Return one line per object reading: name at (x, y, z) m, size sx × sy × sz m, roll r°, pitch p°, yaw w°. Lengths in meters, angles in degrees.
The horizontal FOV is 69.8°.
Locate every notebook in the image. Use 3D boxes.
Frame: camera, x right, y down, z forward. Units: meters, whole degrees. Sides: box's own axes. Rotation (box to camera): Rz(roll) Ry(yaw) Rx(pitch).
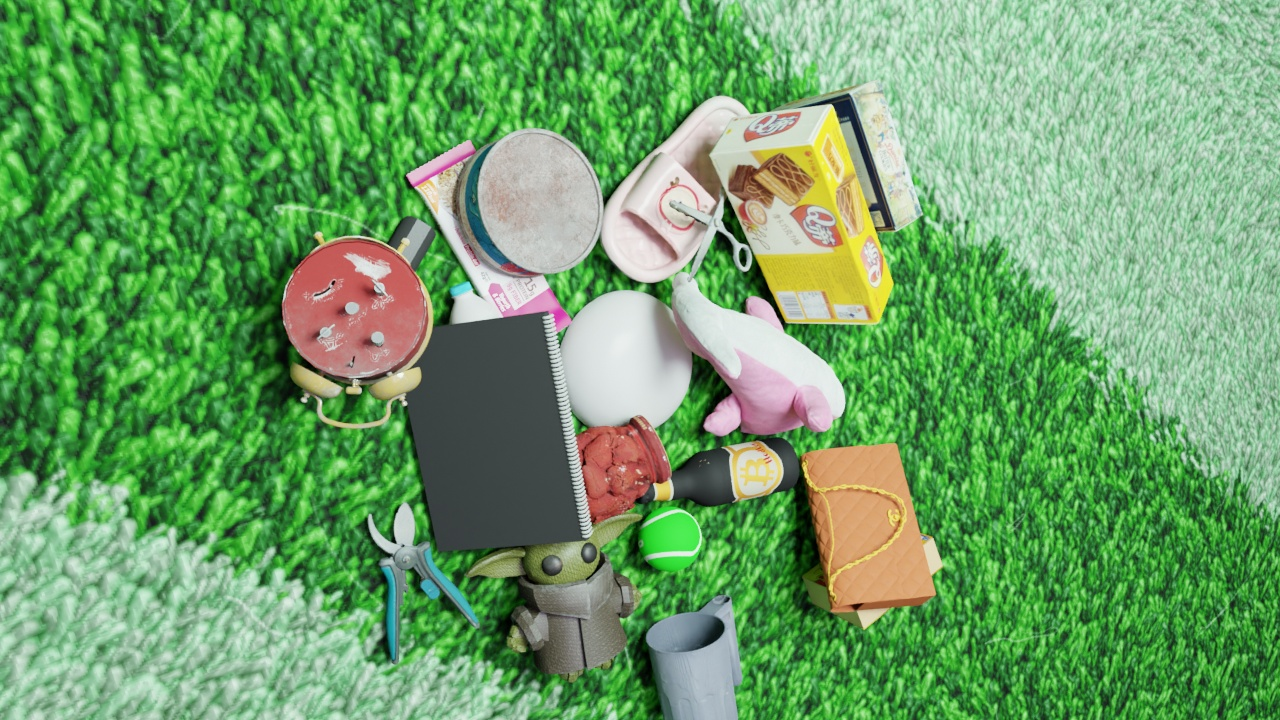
notebook at (-0.131, 0.067, 0.819) m, size 0.149 × 0.016 × 0.207 m, roll -7°, pitch 100°, yaw 14°

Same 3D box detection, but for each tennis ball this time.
tennis ball at (0.030, 0.182, 0.936) m, size 0.065 × 0.065 × 0.065 m, roll -3°, pitch 96°, yaw -27°

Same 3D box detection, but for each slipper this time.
slipper at (0.046, -0.171, 0.918) m, size 0.107 × 0.056 × 0.221 m, roll 44°, pitch 74°, yaw -26°

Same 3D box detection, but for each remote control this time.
remote control at (-0.228, -0.058, 0.807) m, size 0.033 × 0.015 × 0.146 m, roll 32°, pitch 80°, yaw -26°

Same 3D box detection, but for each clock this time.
clock at (-0.232, -0.023, 0.750) m, size 0.117 × 0.081 × 0.158 m, roll 3°, pitch 86°, yaw -11°

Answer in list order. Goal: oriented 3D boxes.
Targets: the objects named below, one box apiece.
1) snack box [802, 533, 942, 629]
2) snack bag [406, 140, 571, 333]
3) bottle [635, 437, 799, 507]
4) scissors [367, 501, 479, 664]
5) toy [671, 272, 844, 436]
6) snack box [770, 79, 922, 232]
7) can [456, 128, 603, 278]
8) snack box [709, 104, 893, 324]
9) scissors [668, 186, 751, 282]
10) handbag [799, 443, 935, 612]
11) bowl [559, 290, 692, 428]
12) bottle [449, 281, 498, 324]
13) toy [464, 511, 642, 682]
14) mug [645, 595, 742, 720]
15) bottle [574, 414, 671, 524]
snack box at (0.265, 0.242, 1.050) m, size 0.125 × 0.088 × 0.040 m, roll -30°, pitch 107°, yaw -22°
snack bag at (-0.136, -0.100, 0.851) m, size 0.070 × 0.016 × 0.196 m, roll -36°, pitch 109°, yaw -22°
bottle at (0.077, 0.122, 0.958) m, size 0.181 × 0.059 × 0.059 m, roll -8°, pitch 98°, yaw -27°
scissors at (-0.210, 0.211, 0.839) m, size 0.155 × 0.019 × 0.124 m, roll 40°, pitch 80°, yaw -19°
toy at (0.110, 0.021, 0.936) m, size 0.128 × 0.186 × 0.265 m, roll -42°, pitch 133°, yaw 17°
snack box at (0.208, -0.204, 0.948) m, size 0.042 × 0.144 × 0.145 m, roll -29°, pitch 107°, yaw -21°
can at (-0.099, -0.142, 0.837) m, size 0.129 × 0.044 × 0.130 m, roll 1°, pitch 88°, yaw -37°
snack box at (0.166, -0.136, 0.911) m, size 0.061 × 0.110 × 0.230 m, roll -60°, pitch 136°, yaw -32°
scissors at (0.079, -0.146, 0.899) m, size 0.141 × 0.014 × 0.174 m, roll 41°, pitch 62°, yaw -44°
handbag at (0.241, 0.178, 0.995) m, size 0.109 × 0.060 × 0.171 m, roll -4°, pitch 62°, yaw -6°
bowl at (-0.005, 0.005, 0.913) m, size 0.149 × 0.043 × 0.149 m, roll -3°, pitch 96°, yaw -27°
bottle at (-0.141, -0.006, 0.842) m, size 0.044 × 0.044 × 0.136 m, roll -27°, pitch 106°, yaw -23°
toy at (-0.067, 0.229, 0.882) m, size 0.179 × 0.078 × 0.153 m, roll -15°, pitch 100°, yaw -23°
mug at (0.067, 0.323, 0.969) m, size 0.123 × 0.084 × 0.104 m, roll -24°, pitch 108°, yaw -52°
bottle at (-0.037, 0.103, 0.876) m, size 0.111 × 0.099 × 0.099 m, roll -25°, pitch 106°, yaw -15°
